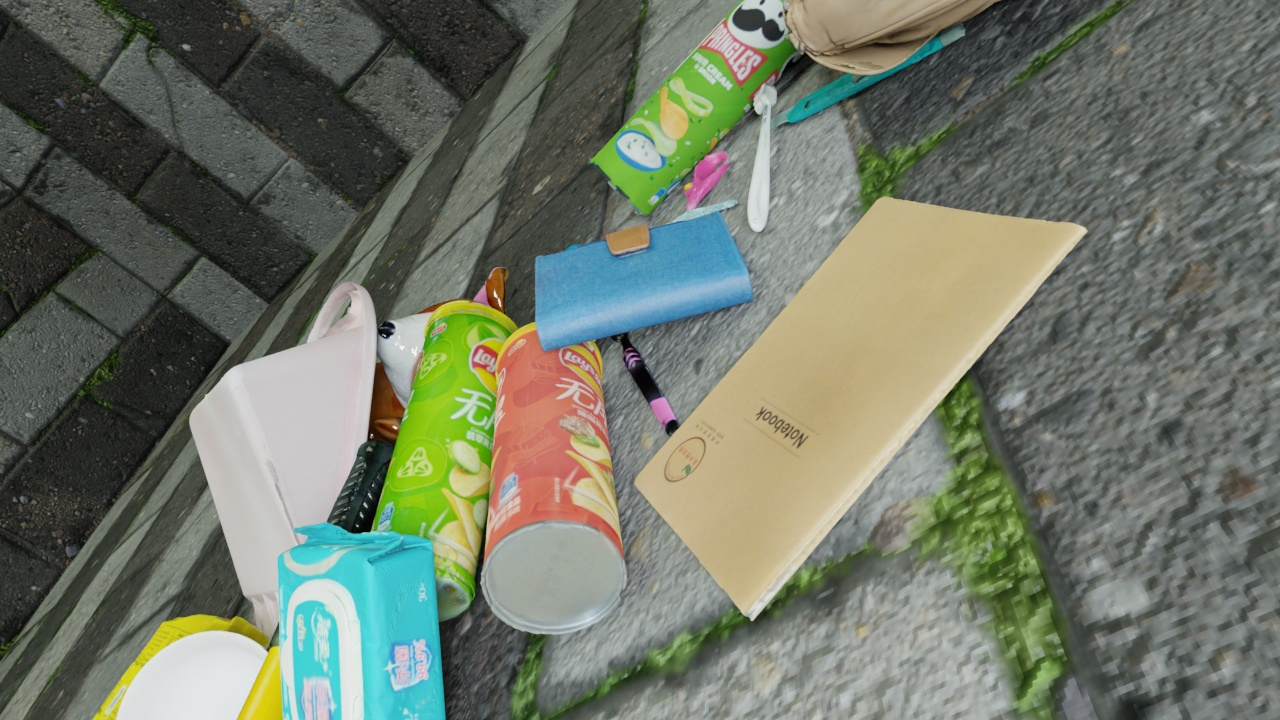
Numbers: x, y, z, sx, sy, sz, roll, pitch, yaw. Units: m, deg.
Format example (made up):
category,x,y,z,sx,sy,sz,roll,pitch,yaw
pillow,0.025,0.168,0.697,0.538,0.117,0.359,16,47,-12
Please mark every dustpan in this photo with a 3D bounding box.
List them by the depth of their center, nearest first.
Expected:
category,x,y,z,sx,sy,sz,roll,pitch,yaw
dustpan,-0.253,0.081,0.731,0.138,0.273,0.223,-19,0,-39

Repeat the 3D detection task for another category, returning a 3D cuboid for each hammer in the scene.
category,x,y,z,sx,sy,sz,roll,pitch,yaw
hammer,-0.204,0.171,0.538,0.033,0.129,0.299,5,47,8

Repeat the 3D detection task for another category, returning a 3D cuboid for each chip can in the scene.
category,x,y,z,sx,sy,sz,roll,pitch,yaw
chip can,-0.051,0.055,0.523,0.073,0.073,0.216,-41,25,16
chip can,-0.128,0.062,0.605,0.073,0.072,0.220,-32,38,34
chip can,0.061,-0.225,0.760,0.236,0.072,0.072,-45,23,10

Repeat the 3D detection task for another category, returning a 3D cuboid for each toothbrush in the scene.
category,x,y,z,sx,sy,sz,roll,pitch,yaw
toothbrush,-0.004,0.003,0.588,0.014,0.018,0.189,-47,25,8
toothbrush,0.085,-0.147,0.654,0.016,0.016,0.179,-45,24,41

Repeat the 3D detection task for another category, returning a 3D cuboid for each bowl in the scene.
category,x,y,z,sx,sy,sz,roll,pitch,yaw
bowl,-0.277,0.243,0.613,0.118,0.118,0.065,-54,-14,-12

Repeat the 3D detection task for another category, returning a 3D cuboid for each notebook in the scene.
category,x,y,z,sx,sy,sz,roll,pitch,yaw
notebook,0.088,0.007,0.433,0.207,0.008,0.148,-49,23,-1

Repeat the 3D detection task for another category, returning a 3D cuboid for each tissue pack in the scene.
category,x,y,z,sx,sy,sz,roll,pitch,yaw
tissue pack,-0.148,0.151,0.481,0.093,0.050,0.133,-10,82,40

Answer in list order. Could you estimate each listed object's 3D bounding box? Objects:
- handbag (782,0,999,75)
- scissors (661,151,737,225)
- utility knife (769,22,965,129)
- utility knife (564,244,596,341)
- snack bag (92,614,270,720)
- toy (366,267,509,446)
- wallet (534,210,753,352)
category,x,y,z,sx,sy,sz,roll,pitch,yaw
handbag,0.179,-0.252,0.554,0.148,0.100,0.203,-21,25,46
scissors,0.030,-0.109,0.709,0.134,0.017,0.133,-14,45,48
utility knife,0.147,-0.193,0.632,0.176,0.013,0.029,-17,39,51
utility knife,-0.050,-0.054,0.753,0.034,0.018,0.218,-42,23,10
snack bag,-0.382,0.276,0.727,0.247,0.068,0.157,-27,30,55
toy,-0.185,0.009,0.773,0.200,0.130,0.140,-27,54,21
wallet,-0.002,-0.052,0.580,0.133,0.040,0.106,-14,30,2
